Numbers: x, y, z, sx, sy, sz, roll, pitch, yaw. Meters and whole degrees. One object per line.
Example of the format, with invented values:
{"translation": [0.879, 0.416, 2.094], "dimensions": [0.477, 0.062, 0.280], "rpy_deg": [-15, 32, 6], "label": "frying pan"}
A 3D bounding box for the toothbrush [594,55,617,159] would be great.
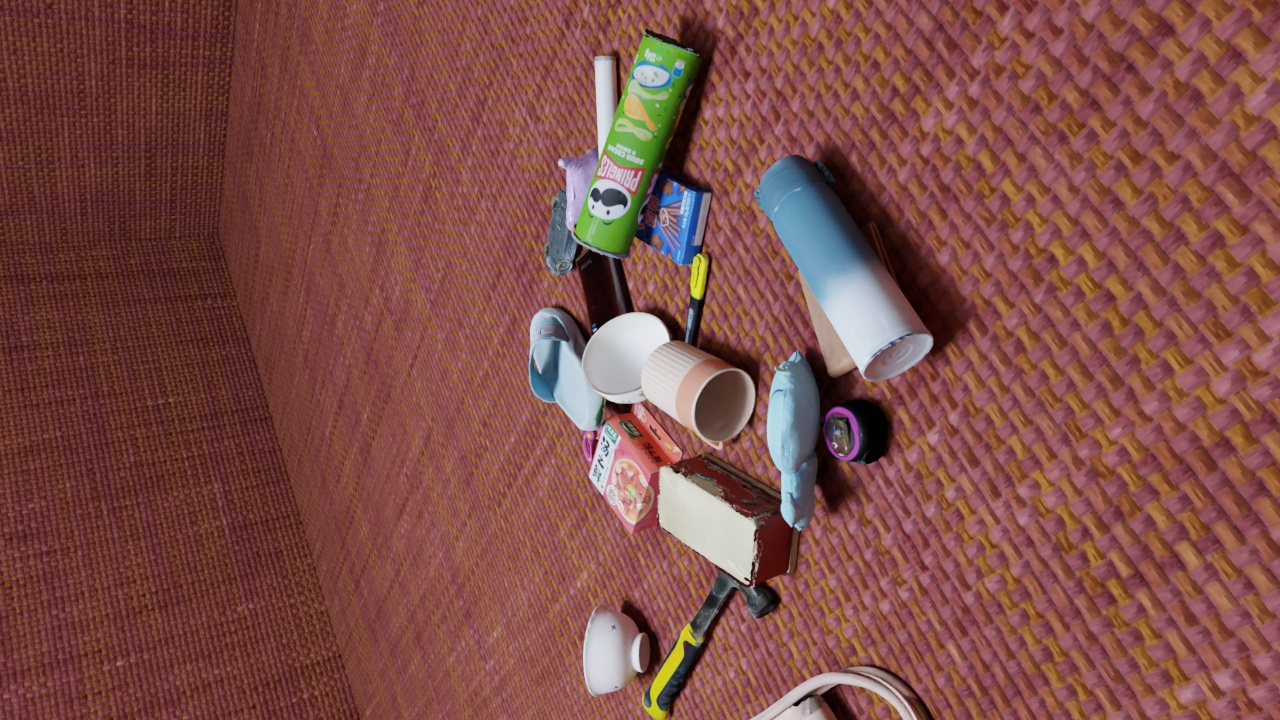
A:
{"translation": [-0.038, -0.257, 1.123], "dimensions": [0.026, 0.026, 0.221], "rpy_deg": [5, 103, 33], "label": "toothbrush"}

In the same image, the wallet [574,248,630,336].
{"translation": [-0.049, -0.091, 1.188], "dimensions": [0.097, 0.020, 0.122], "rpy_deg": [-27, 73, 56], "label": "wallet"}

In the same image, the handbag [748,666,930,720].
{"translation": [0.198, 0.399, 0.894], "dimensions": [0.193, 0.093, 0.235], "rpy_deg": [53, 129, 36], "label": "handbag"}

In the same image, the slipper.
{"translation": [-0.111, 0.014, 1.229], "dimensions": [0.245, 0.074, 0.104], "rpy_deg": [-129, 43, -54], "label": "slipper"}

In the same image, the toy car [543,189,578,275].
{"translation": [-0.100, -0.170, 1.225], "dimensions": [0.054, 0.036, 0.121], "rpy_deg": [53, 138, 39], "label": "toy car"}

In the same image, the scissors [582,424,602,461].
{"translation": [-0.059, 0.075, 1.246], "dimensions": [0.096, 0.017, 0.137], "rpy_deg": [13, 105, 56], "label": "scissors"}

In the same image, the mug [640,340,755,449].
{"translation": [0.065, 0.043, 1.003], "dimensions": [0.106, 0.081, 0.115], "rpy_deg": [31, 148, 51], "label": "mug"}

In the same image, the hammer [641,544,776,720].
{"translation": [0.062, 0.335, 1.112], "dimensions": [0.126, 0.031, 0.324], "rpy_deg": [54, 139, 34], "label": "hammer"}

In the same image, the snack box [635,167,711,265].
{"translation": [0.018, -0.177, 1.056], "dimensions": [0.157, 0.026, 0.085], "rpy_deg": [38, 126, 46], "label": "snack box"}

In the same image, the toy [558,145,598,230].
{"translation": [-0.072, -0.208, 1.147], "dimensions": [0.039, 0.083, 0.108], "rpy_deg": [19, 121, 31], "label": "toy"}

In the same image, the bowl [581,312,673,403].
{"translation": [-0.006, 0.006, 1.088], "dimensions": [0.113, 0.113, 0.062], "rpy_deg": [47, 175, 40], "label": "bowl"}

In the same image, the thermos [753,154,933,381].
{"translation": [0.171, -0.087, 0.793], "dimensions": [0.070, 0.070, 0.220], "rpy_deg": [-58, 46, 45], "label": "thermos"}

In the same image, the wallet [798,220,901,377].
{"translation": [0.193, -0.054, 0.833], "dimensions": [0.101, 0.020, 0.115], "rpy_deg": [-36, 66, 52], "label": "wallet"}

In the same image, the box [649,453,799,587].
{"translation": [0.085, 0.169, 0.994], "dimensions": [0.168, 0.079, 0.091], "rpy_deg": [25, 119, 51], "label": "box"}

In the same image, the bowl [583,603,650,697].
{"translation": [-0.025, 0.384, 1.211], "dimensions": [0.065, 0.118, 0.118], "rpy_deg": [-2, 97, 17], "label": "bowl"}

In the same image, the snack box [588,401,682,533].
{"translation": [-0.009, 0.132, 1.157], "dimensions": [0.113, 0.044, 0.127], "rpy_deg": [48, 134, 39], "label": "snack box"}

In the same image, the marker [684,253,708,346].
{"translation": [0.060, -0.061, 1.033], "dimensions": [0.018, 0.015, 0.124], "rpy_deg": [41, 131, 48], "label": "marker"}

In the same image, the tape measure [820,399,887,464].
{"translation": [0.195, 0.065, 0.839], "dimensions": [0.057, 0.039, 0.058], "rpy_deg": [9, 105, 56], "label": "tape measure"}

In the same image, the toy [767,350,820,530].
{"translation": [0.145, 0.072, 0.870], "dimensions": [0.156, 0.050, 0.161], "rpy_deg": [71, -154, -47], "label": "toy"}

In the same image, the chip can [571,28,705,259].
{"translation": [-0.005, -0.232, 1.000], "dimensions": [0.072, 0.072, 0.236], "rpy_deg": [43, 119, 43], "label": "chip can"}
